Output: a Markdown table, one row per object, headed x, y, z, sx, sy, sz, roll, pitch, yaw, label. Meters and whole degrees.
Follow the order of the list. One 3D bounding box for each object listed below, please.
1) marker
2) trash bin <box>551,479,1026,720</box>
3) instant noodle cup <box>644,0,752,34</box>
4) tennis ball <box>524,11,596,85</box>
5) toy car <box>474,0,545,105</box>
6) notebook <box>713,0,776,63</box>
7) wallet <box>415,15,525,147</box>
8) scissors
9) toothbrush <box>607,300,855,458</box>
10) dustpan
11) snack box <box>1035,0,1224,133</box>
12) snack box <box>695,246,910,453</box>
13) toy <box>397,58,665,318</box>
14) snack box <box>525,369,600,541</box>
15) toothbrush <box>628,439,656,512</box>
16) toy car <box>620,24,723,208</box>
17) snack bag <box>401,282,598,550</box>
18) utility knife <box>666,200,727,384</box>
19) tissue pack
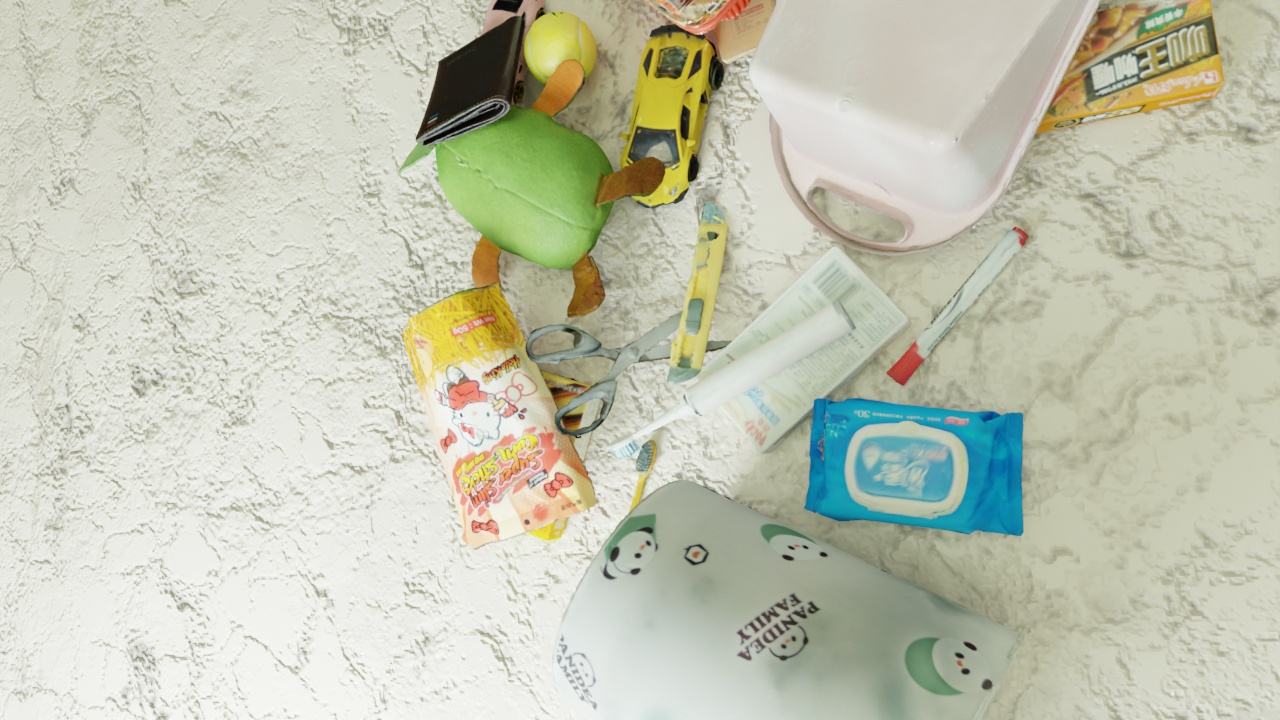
| x | y | z | sx | sy | sz | roll | pitch | yaw | label |
| --- | --- | --- | --- | --- | --- | --- | --- | --- | --- |
| 0.241 | -0.041 | 0.699 | 0.017 | 0.017 | 0.145 | 42 | 100 | 20 | marker |
| 0.092 | 0.220 | 0.630 | 0.252 | 0.229 | 0.229 | 27 | 94 | 28 | trash bin |
| 0.062 | -0.366 | 0.753 | 0.189 | 0.079 | 0.164 | -48 | 67 | 10 | instant noodle cup |
| -0.072 | -0.277 | 0.821 | 0.066 | 0.065 | 0.065 | -2 | 84 | 21 | tennis ball |
| -0.128 | -0.293 | 0.861 | 0.056 | 0.037 | 0.122 | 17 | 92 | 24 | toy car |
| 0.115 | -0.370 | 0.780 | 0.148 | 0.008 | 0.207 | -18 | 74 | 19 | notebook |
| -0.148 | -0.246 | 0.808 | 0.096 | 0.020 | 0.122 | -17 | 49 | 23 | wallet |
| -0.013 | -0.003 | 0.761 | 0.174 | 0.014 | 0.159 | 21 | 79 | 3 | scissors |
| 0.066 | 0.020 | 0.726 | 0.221 | 0.026 | 0.026 | -31 | 108 | 15 | toothbrush |
| 0.199 | -0.225 | 0.673 | 0.222 | 0.138 | 0.273 | 35 | 95 | 30 | dustpan |
| 0.334 | -0.215 | 0.675 | 0.154 | 0.026 | 0.075 | -8 | 82 | 21 | snack box |
| 0.128 | -0.007 | 0.734 | 0.157 | 0.027 | 0.084 | -44 | 71 | 12 | snack box |
| -0.096 | -0.152 | 0.805 | 0.247 | 0.089 | 0.227 | 35 | 108 | 25 | toy |
| -0.094 | 0.080 | 0.811 | 0.087 | 0.033 | 0.140 | 16 | 92 | 23 | snack box |
| -0.016 | 0.159 | 0.779 | 0.016 | 0.018 | 0.191 | 16 | 90 | 24 | toothbrush |
| 0.024 | -0.209 | 0.790 | 0.071 | 0.041 | 0.156 | 13 | 91 | 23 | toy car |
| -0.128 | 0.048 | 0.784 | 0.129 | 0.073 | 0.208 | -23 | 84 | 18 | snack bag |
| 0.049 | -0.057 | 0.768 | 0.031 | 0.018 | 0.164 | 8 | 70 | 13 | utility knife |
| 0.202 | 0.078 | 0.680 | 0.157 | 0.052 | 0.095 | 4 | 88 | 20 | tissue pack |
